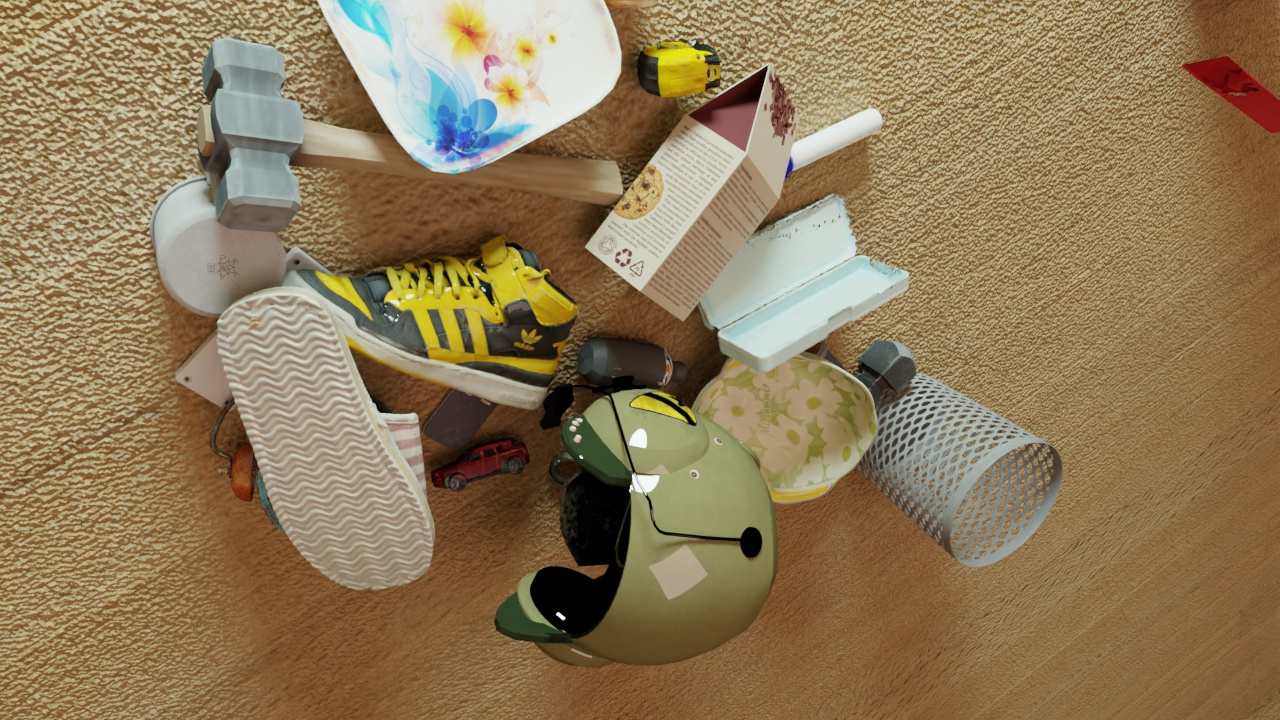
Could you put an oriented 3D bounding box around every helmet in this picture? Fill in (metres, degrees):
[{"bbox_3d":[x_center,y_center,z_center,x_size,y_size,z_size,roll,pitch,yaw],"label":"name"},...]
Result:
[{"bbox_3d":[-0.001,0.138,0.794,0.232,0.255,0.251,10,111,-29],"label":"helmet"}]

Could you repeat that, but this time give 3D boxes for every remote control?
[{"bbox_3d":[-0.136,0.017,0.822,0.045,0.008,0.147,35,96,-38],"label":"remote control"},{"bbox_3d":[-0.292,-0.023,0.708,0.136,0.011,0.050,-46,129,0],"label":"remote control"}]

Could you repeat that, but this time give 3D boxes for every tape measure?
[{"bbox_3d":[0.029,-0.237,0.738,0.064,0.065,0.037,-7,121,-1],"label":"tape measure"}]

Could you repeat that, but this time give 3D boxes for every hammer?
[{"bbox_3d":[0.163,-0.029,0.951,0.156,0.043,0.322,-48,126,2],"label":"hammer"},{"bbox_3d":[-0.150,-0.147,0.677,0.322,0.051,0.117,-1,72,-38],"label":"hammer"}]

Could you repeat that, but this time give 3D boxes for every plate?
[{"bbox_3d":[-0.118,-0.241,0.643,0.186,0.016,0.187,-33,107,-17],"label":"plate"}]

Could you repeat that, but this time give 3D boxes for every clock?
[{"bbox_3d":[-0.265,0.077,0.744,0.157,0.073,0.121,32,93,-22],"label":"clock"}]

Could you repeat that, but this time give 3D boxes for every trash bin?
[{"bbox_3d":[0.347,0.114,1.040,0.156,0.183,0.157,-14,122,-23],"label":"trash bin"}]

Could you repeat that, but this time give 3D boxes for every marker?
[{"bbox_3d":[0.167,-0.201,0.864,0.133,0.023,0.027,-27,148,-14],"label":"marker"}]

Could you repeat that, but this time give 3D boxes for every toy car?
[{"bbox_3d":[-0.147,0.096,0.839,0.091,0.042,0.036,-20,95,-27],"label":"toy car"}]

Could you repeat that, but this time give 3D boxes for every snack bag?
[{"bbox_3d":[0.059,-0.145,0.782,0.206,0.070,0.094,-52,153,5],"label":"snack bag"}]

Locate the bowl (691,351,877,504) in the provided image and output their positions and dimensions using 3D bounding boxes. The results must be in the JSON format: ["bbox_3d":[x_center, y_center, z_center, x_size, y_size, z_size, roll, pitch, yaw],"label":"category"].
[{"bbox_3d":[0.142,0.053,0.939,0.189,0.060,0.219,-12,126,13],"label":"bowl"}]

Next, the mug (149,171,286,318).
[{"bbox_3d":[-0.292,-0.092,0.634,0.084,0.070,0.113,-6,120,-27],"label":"mug"}]

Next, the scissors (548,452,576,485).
[{"bbox_3d":[-0.014,0.088,0.929,0.170,0.012,0.158,-5,119,-27],"label":"scissors"}]

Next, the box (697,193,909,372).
[{"bbox_3d":[0.150,-0.075,0.863,0.197,0.078,0.122,-29,93,-26],"label":"box"}]

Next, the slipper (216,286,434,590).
[{"bbox_3d":[-0.223,0.060,0.678,0.115,0.052,0.263,-15,121,-2],"label":"slipper"}]

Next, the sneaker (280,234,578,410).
[{"bbox_3d":[-0.150,-0.050,0.720,0.238,0.086,0.122,24,97,-39],"label":"sneaker"}]

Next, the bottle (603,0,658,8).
[{"bbox_3d":[-0.010,-0.318,0.672,0.063,0.063,0.109,-15,123,-23],"label":"bottle"}]

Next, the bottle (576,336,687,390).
[{"bbox_3d":[-0.005,0.005,0.866,0.112,0.047,0.047,8,112,-33],"label":"bottle"}]
